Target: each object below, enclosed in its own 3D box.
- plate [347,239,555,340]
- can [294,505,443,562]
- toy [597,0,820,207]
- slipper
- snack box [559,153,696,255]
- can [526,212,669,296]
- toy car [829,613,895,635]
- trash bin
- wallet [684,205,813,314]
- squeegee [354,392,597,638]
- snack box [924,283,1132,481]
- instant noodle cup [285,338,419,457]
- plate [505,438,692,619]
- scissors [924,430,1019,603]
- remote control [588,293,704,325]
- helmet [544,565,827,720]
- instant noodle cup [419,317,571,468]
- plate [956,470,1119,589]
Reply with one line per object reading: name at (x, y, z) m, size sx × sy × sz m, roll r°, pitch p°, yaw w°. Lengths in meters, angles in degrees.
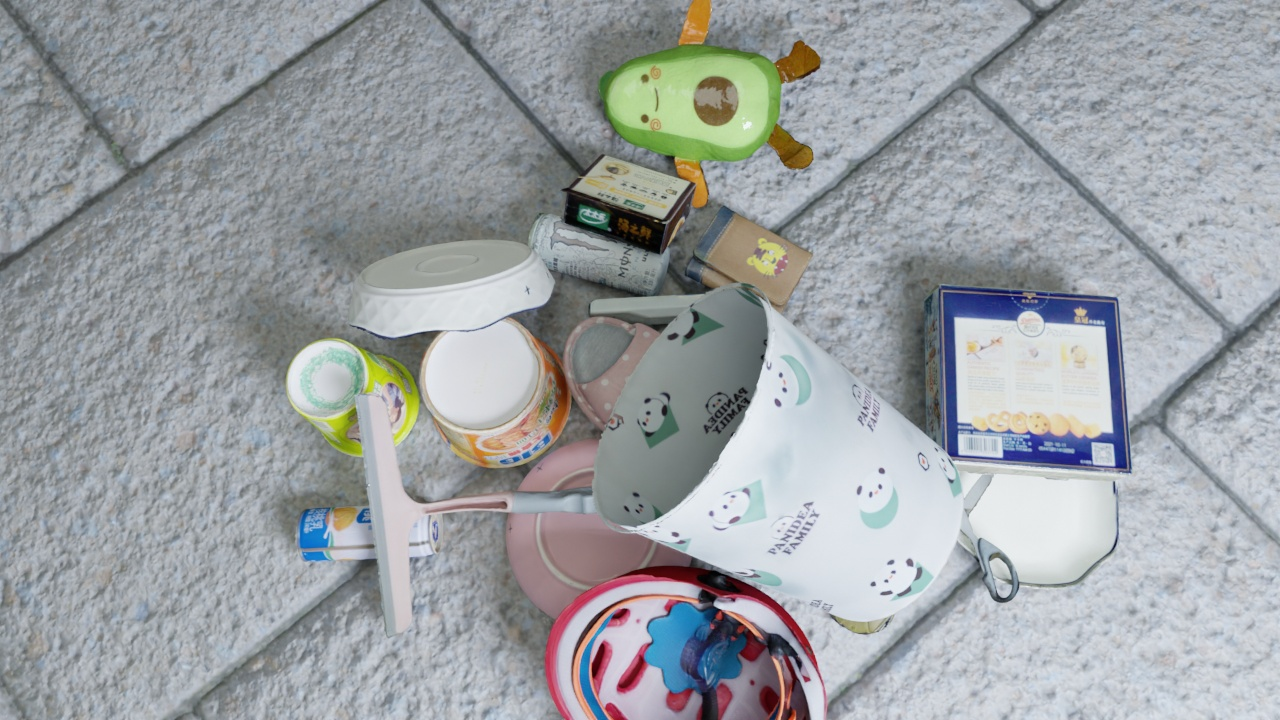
plate at (-0.189, -0.077, 0.912) m, size 0.205 × 0.204 × 0.046 m, roll -6°, pitch 111°, yaw 1°
can at (-0.268, 0.171, 0.916) m, size 0.134 × 0.053 × 0.053 m, roll -3°, pitch 75°, yaw 1°
toy at (0.072, -0.281, 1.003) m, size 0.247 × 0.090 × 0.227 m, roll 2°, pitch 91°, yaw 5°
slipper at (0.038, 0.058, 0.909) m, size 0.274 × 0.054 × 0.114 m, roll 42°, pitch 72°, yaw -1°
snack box at (-0.013, -0.165, 0.964) m, size 0.113 × 0.053 × 0.125 m, roll 19°, pitch 39°, yaw 10°
can at (-0.045, -0.112, 0.981) m, size 0.147 × 0.058 × 0.058 m, roll 17°, pitch 76°, yaw 6°
toy car at (0.229, 0.189, 0.900) m, size 0.070 × 0.042 × 0.158 m, roll 14°, pitch 78°, yaw 6°
trash bin at (0.125, 0.094, 0.799) m, size 0.252 × 0.230 × 0.229 m, roll 32°, pitch 76°, yaw -23°
wallet at (0.116, -0.104, 0.988) m, size 0.115 × 0.033 × 0.090 m, roll 30°, pitch 77°, yaw 6°
squeegee at (-0.129, 0.139, 0.876) m, size 0.249 × 0.040 × 0.248 m, roll -3°, pitch 105°, yaw -4°
snack box at (0.375, 0.021, 0.897) m, size 0.178 × 0.046 × 0.182 m, roll 4°, pitch 73°, yaw 1°
instant noodle cup at (-0.292, 0.031, 0.918) m, size 0.112 × 0.123 × 0.111 m, roll -1°, pitch 74°, yaw 2°
plate at (-0.042, 0.169, 0.913) m, size 0.192 × 0.039 × 0.192 m, roll -1°, pitch 73°, yaw 2°
scissors at (0.302, 0.152, 0.884) m, size 0.159 × 0.014 × 0.178 m, roll -18°, pitch 73°, yaw -7°
remote control at (0.009, -0.052, 0.968) m, size 0.125 × 0.049 × 0.024 m, roll -2°, pitch 78°, yaw 2°
helmet at (0.045, 0.277, 0.826) m, size 0.240 × 0.143 × 0.207 m, roll 29°, pitch 100°, yaw 10°
instant noodle cup at (-0.149, 0.026, 0.921) m, size 0.151 × 0.111 × 0.151 m, roll 0°, pitch 75°, yaw 2°
plate at (0.388, 0.094, 0.922) m, size 0.162 × 0.034 × 0.265 m, roll 3°, pitch 75°, yaw 2°
